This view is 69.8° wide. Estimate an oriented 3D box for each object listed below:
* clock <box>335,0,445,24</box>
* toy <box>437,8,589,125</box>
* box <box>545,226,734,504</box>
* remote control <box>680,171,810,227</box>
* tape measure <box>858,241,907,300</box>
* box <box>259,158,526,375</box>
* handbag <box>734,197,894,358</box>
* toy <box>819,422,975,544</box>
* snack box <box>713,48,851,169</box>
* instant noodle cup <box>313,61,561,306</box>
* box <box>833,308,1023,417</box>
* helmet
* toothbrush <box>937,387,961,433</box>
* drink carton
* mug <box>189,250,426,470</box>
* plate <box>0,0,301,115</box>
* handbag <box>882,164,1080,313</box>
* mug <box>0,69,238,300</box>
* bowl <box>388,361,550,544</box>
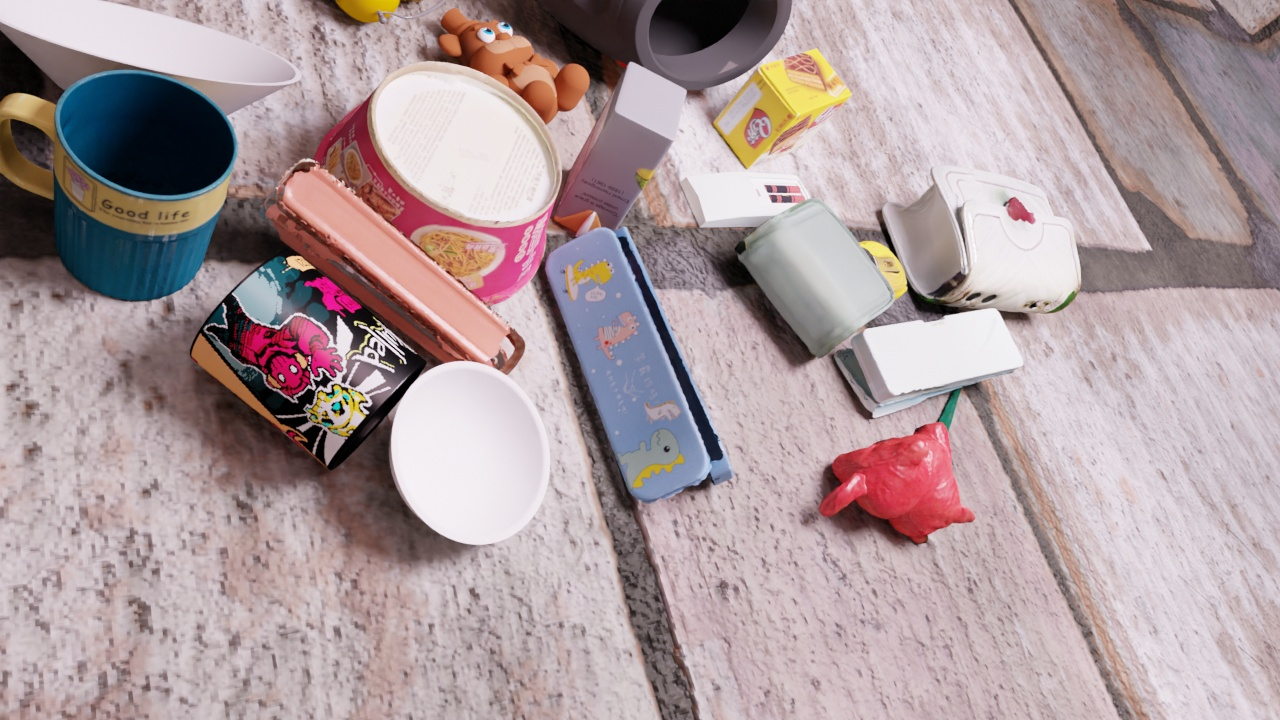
[{"bbox_3d":[-0.224,-0.325,0.726,0.152,0.052,0.113,40,48,0],"label":"clock"},{"bbox_3d":[-0.109,-0.242,0.743,0.127,0.065,0.094,46,45,6],"label":"toy"},{"bbox_3d":[0.001,0.004,0.685,0.074,0.078,0.209,47,19,-69],"label":"box"},{"bbox_3d":[0.107,-0.151,0.856,0.143,0.024,0.049,-7,66,-37],"label":"remote control"},{"bbox_3d":[0.226,-0.084,0.885,0.064,0.037,0.065,3,61,-32],"label":"tape measure"},{"bbox_3d":[-0.159,-0.046,0.590,0.188,0.063,0.058,43,62,-19],"label":"box"},{"bbox_3d":[0.150,-0.072,0.805,0.122,0.067,0.105,53,39,5],"label":"handbag"},{"bbox_3d":[0.203,0.108,0.724,0.132,0.088,0.094,-13,81,-37],"label":"toy"},{"bbox_3d":[0.140,-0.246,0.898,0.105,0.084,0.061,-30,81,-41],"label":"snack box"},{"bbox_3d":[-0.132,-0.133,0.647,0.178,0.078,0.178,17,55,-25],"label":"instant noodle cup"},{"bbox_3d":[0.273,-0.002,0.848,0.198,0.066,0.083,-11,47,-35],"label":"box"},{"bbox_3d":[0.005,-0.357,0.822,0.264,0.165,0.170,-7,55,-46],"label":"helmet"},{"bbox_3d":[0.286,0.056,0.851,0.016,0.017,0.189,42,47,-3],"label":"toothbrush"},{"bbox_3d":[-0.018,-0.156,0.706,0.048,0.125,0.076,23,51,-14],"label":"drink carton"},{"bbox_3d":[-0.184,-0.006,0.540,0.098,0.082,0.117,41,20,-6],"label":"mug"},{"bbox_3d":[-0.301,-0.179,0.559,0.174,0.036,0.173,16,22,-7],"label":"plate"},{"bbox_3d":[0.366,-0.121,0.963,0.198,0.096,0.141,1,63,-36],"label":"handbag"},{"bbox_3d":[-0.289,-0.099,0.500,0.113,0.108,0.083,22,54,-22],"label":"mug"},{"bbox_3d":[-0.111,0.059,0.560,0.109,0.041,0.109,17,64,-39],"label":"bowl"}]
